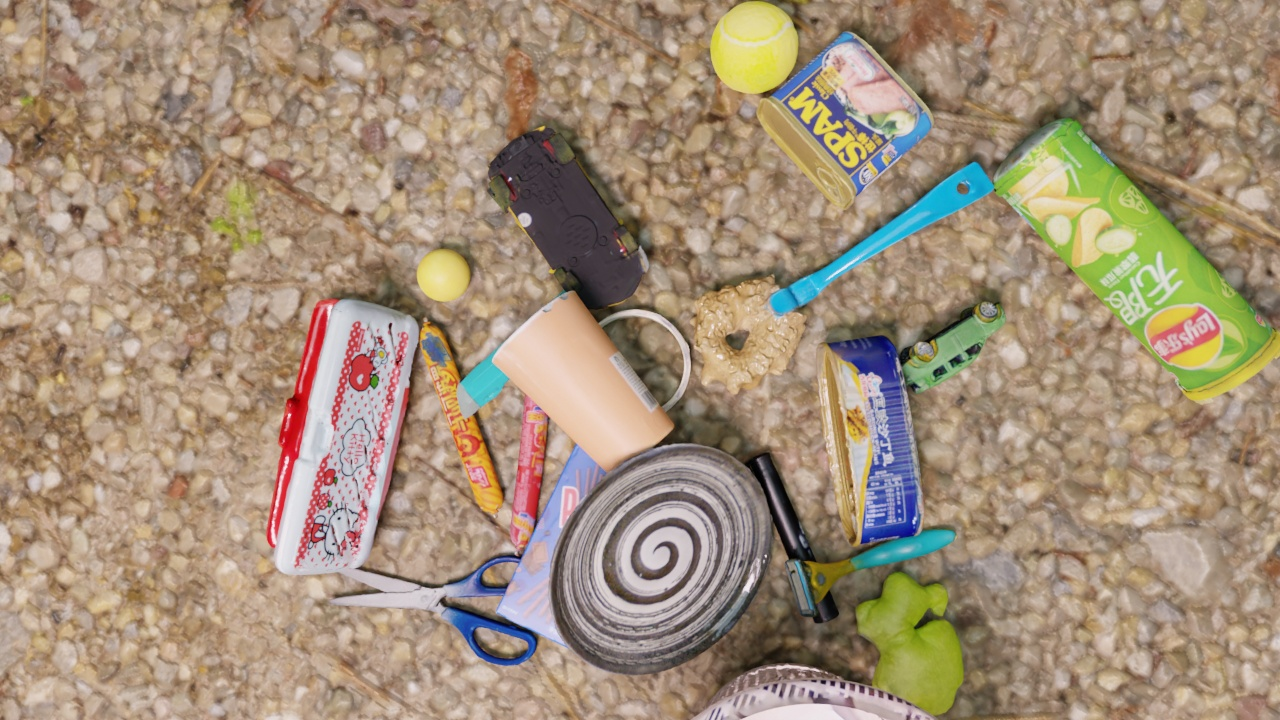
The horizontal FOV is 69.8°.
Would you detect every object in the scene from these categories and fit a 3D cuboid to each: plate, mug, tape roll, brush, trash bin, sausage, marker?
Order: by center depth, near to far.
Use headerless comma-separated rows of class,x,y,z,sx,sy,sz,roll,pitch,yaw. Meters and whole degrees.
trash bin,0.105,0.295,0.594,0.227,0.192,0.227,0,87,4
mug,-0.036,0.020,0.656,0.078,0.078,0.123,-42,87,1
plate,0.015,0.141,0.657,0.179,0.024,0.179,-7,108,-24
brush,0.143,-0.065,0.675,0.255,0.046,0.083,-34,82,8
marker,0.113,0.133,0.687,0.022,0.020,0.132,-25,86,18
tape roll,-0.004,0.004,0.704,0.086,0.014,0.085,0,88,4
sausage,-0.084,0.072,0.705,0.020,0.020,0.156,6,88,4
sausage,-0.139,0.044,0.708,0.021,0.021,0.165,-22,86,3

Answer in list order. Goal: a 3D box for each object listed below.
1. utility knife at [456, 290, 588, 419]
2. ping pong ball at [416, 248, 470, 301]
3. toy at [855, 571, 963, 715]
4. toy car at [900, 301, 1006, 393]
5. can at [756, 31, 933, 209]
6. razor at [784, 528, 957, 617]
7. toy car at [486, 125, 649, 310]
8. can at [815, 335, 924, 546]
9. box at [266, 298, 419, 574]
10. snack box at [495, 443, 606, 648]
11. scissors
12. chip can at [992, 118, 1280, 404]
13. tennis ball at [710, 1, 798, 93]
utility knife,-0.079,-0.018,0.705,0.164,0.013,0.029,-42,79,-6
ping pong ball,-0.151,-0.065,0.704,0.040,0.040,0.040,0,88,4
toy,0.200,0.211,0.671,0.096,0.031,0.100,-42,87,-7
toy car,0.228,-0.011,0.673,0.091,0.043,0.036,-37,83,3
can,0.151,-0.178,0.679,0.083,0.057,0.102,-42,86,-1
razor,0.171,0.147,0.673,0.132,0.028,0.043,-16,83,-13
toy car,-0.056,-0.106,0.698,0.071,0.041,0.156,-36,83,2
can,0.164,0.057,0.660,0.049,0.074,0.148,-8,88,0
box,-0.228,0.054,0.677,0.095,0.098,0.201,12,88,4
snack box,-0.036,0.135,0.688,0.084,0.026,0.157,25,85,4
scissors,-0.155,0.194,0.707,0.171,0.012,0.141,-24,84,2
chip can,0.347,-0.074,0.652,0.072,0.072,0.221,-42,85,1
tennis ball,0.084,-0.231,0.680,0.065,0.065,0.065,0,88,4
